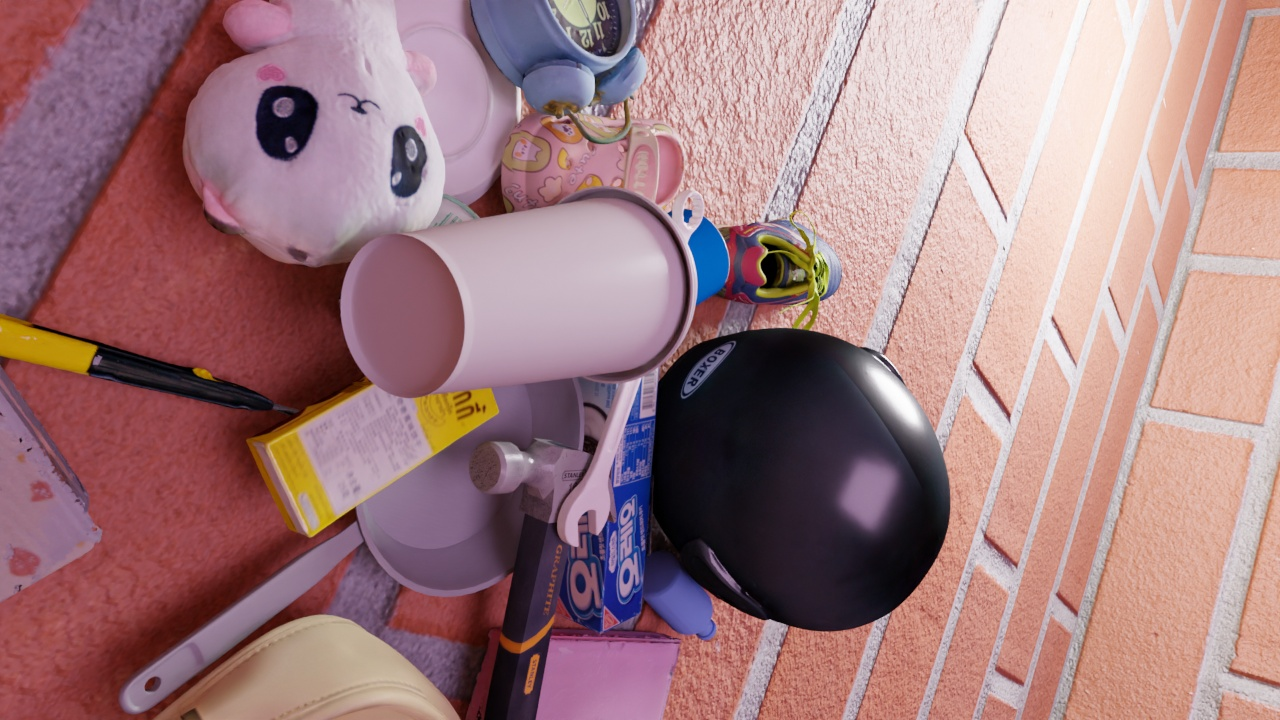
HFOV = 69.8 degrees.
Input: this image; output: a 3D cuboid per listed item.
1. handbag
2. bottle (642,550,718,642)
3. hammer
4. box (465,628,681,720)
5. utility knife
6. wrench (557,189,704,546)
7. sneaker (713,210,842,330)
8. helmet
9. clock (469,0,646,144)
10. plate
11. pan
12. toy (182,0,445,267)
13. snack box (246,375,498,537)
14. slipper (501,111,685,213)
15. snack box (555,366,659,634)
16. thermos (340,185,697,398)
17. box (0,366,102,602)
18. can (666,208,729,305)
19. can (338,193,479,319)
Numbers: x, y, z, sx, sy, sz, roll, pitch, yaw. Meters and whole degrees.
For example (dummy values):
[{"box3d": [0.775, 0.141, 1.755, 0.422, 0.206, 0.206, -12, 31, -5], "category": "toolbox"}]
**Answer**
[{"box3d": [-0.185, 0.253, 0.544, 0.190, 0.088, 0.233, -30, 138, -33], "category": "handbag"}, {"box3d": [0.042, 0.233, 0.873, 0.048, 0.048, 0.131, -57, 136, -24], "category": "bottle"}, {"box3d": [-0.090, 0.211, 0.668, 0.139, 0.035, 0.312, 7, 97, -53], "category": "hammer"}, {"box3d": [-0.049, 0.277, 0.787, 0.232, 0.037, 0.098, 24, 81, -49], "category": "box"}, {"box3d": [-0.248, 0.011, 0.496, 0.213, 0.029, 0.020, 26, 85, -51], "category": "utility knife"}, {"box3d": [-0.004, 0.004, 0.669, 0.047, 0.009, 0.273, 25, 82, -54], "category": "wrench"}, {"box3d": [0.148, -0.082, 0.886, 0.241, 0.091, 0.116, -5, 100, -50], "category": "sneaker"}, {"box3d": [0.149, 0.122, 0.810, 0.248, 0.236, 0.316, -46, 134, -19], "category": "helmet"}, {"box3d": [-0.050, -0.224, 0.621, 0.117, 0.060, 0.162, -38, 113, -48], "category": "clock"}, {"box3d": [-0.133, -0.173, 0.593, 0.156, 0.014, 0.157, -14, 109, -47], "category": "plate"}, {"box3d": [-0.166, 0.097, 0.593, 0.355, 0.051, 0.201, -33, 123, -40], "category": "pan"}, {"box3d": [-0.170, -0.137, 0.499, 0.138, 0.102, 0.179, 10, 83, -39], "category": "toy"}, {"box3d": [-0.153, 0.039, 0.548, 0.148, 0.026, 0.061, -35, 118, -41], "category": "snack box"}, {"box3d": [-0.016, -0.135, 0.686, 0.196, 0.082, 0.093, -17, 120, -50], "category": "slipper"}, {"box3d": [-0.029, 0.104, 0.752, 0.059, 0.060, 0.226, -10, 107, -52], "category": "snack box"}, {"box3d": [-0.064, -0.038, 0.543, 0.221, 0.132, 0.131, -17, 112, -59], "category": "thermos"}, {"box3d": [-0.316, 0.007, 0.380, 0.081, 0.063, 0.216, -26, 121, -17], "category": "box"}, {"box3d": [0.002, -0.063, 0.729, 0.145, 0.079, 0.079, -33, 123, -40], "category": "can"}, {"box3d": [-0.143, -0.054, 0.579, 0.101, 0.053, 0.053, -55, 135, -20], "category": "can"}]
